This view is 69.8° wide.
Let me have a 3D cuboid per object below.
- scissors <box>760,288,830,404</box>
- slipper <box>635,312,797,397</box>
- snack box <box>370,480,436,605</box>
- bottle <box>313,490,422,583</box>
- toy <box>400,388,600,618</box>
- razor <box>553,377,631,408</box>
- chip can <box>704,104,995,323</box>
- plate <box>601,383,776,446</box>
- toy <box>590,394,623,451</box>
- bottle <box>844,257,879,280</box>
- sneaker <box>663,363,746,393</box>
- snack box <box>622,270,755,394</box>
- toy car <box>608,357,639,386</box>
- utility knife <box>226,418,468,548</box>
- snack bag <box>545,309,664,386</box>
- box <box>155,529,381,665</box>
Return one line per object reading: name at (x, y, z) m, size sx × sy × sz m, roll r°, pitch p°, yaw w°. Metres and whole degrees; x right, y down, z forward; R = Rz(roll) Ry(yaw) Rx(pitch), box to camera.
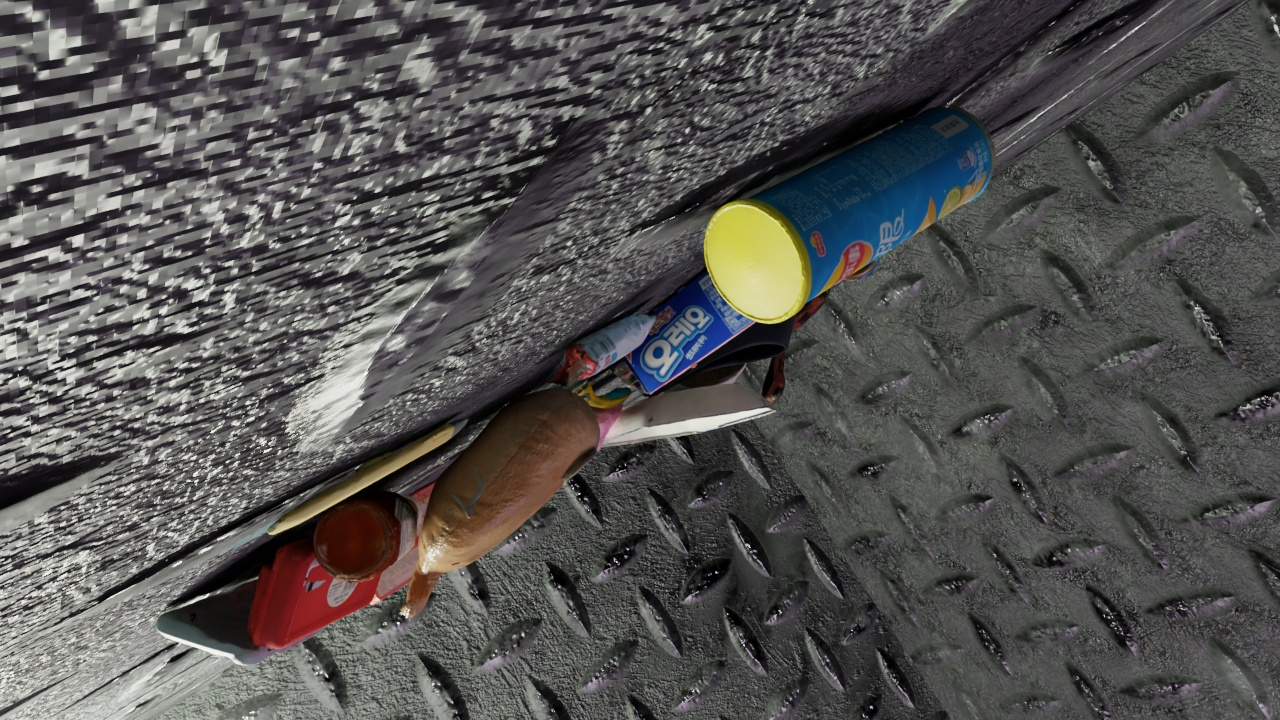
scissors at (0.171, -0.024, 1.083) m, size 0.225 × 0.015 × 0.188 m, roll 123°, pitch -9°, yaw -70°
slipper at (0.109, -0.023, 1.021) m, size 0.267 × 0.083 × 0.111 m, roll -38°, pitch -179°, yaw -28°
snack box at (-0.227, 0.177, 0.940) m, size 0.152 × 0.075 × 0.026 m, roll -30°, pitch 176°, yaw -42°
bottle at (-0.204, 0.130, 0.721) m, size 0.059 × 0.060 × 0.206 m, roll -33°, pitch 180°, yaw -7°
toy at (-0.124, 0.111, 0.726) m, size 0.226 × 0.082 × 0.143 m, roll -45°, pitch 171°, yaw -4°
razor at (-0.037, 0.031, 0.864) m, size 0.043 × 0.028 × 0.132 m, roll -38°, pitch 163°, yaw 16°
chip can at (0.134, -0.095, 0.560) m, size 0.209 × 0.071 × 0.071 m, roll -30°, pitch 175°, yaw -36°
plate at (0.034, 0.062, 1.008) m, size 0.161 × 0.034 × 0.266 m, roll -5°, pitch 171°, yaw -24°
toy at (-0.096, 0.091, 0.936) m, size 0.194 × 0.074 × 0.179 m, roll -32°, pitch -179°, yaw -13°
bottle at (0.266, -0.133, 1.151) m, size 0.065 × 0.065 × 0.218 m, roll -34°, pitch 177°, yaw 14°
sneaker at (0.084, 0.008, 1.161) m, size 0.240 × 0.118 × 0.088 m, roll -36°, pitch 160°, yaw -56°
snack box at (0.067, -0.046, 0.722) m, size 0.208 × 0.057 × 0.058 m, roll -37°, pitch 177°, yaw 41°
toy car at (-0.005, 0.005, 0.916) m, size 0.042 × 0.035 × 0.090 m, roll -31°, pitch 179°, yaw 4°
utility knife at (-0.175, 0.076, 0.568) m, size 0.031 × 0.019 × 0.178 m, roll -42°, pitch 177°, yaw 41°
snack bag at (-0.024, -0.011, 0.654) m, size 0.105 × 0.026 × 0.045 m, roll -32°, pitch 173°, yaw -45°
box at (-0.284, 0.173, 0.736) m, size 0.201 × 0.100 × 0.094 m, roll 68°, pitch 38°, yaw -84°
